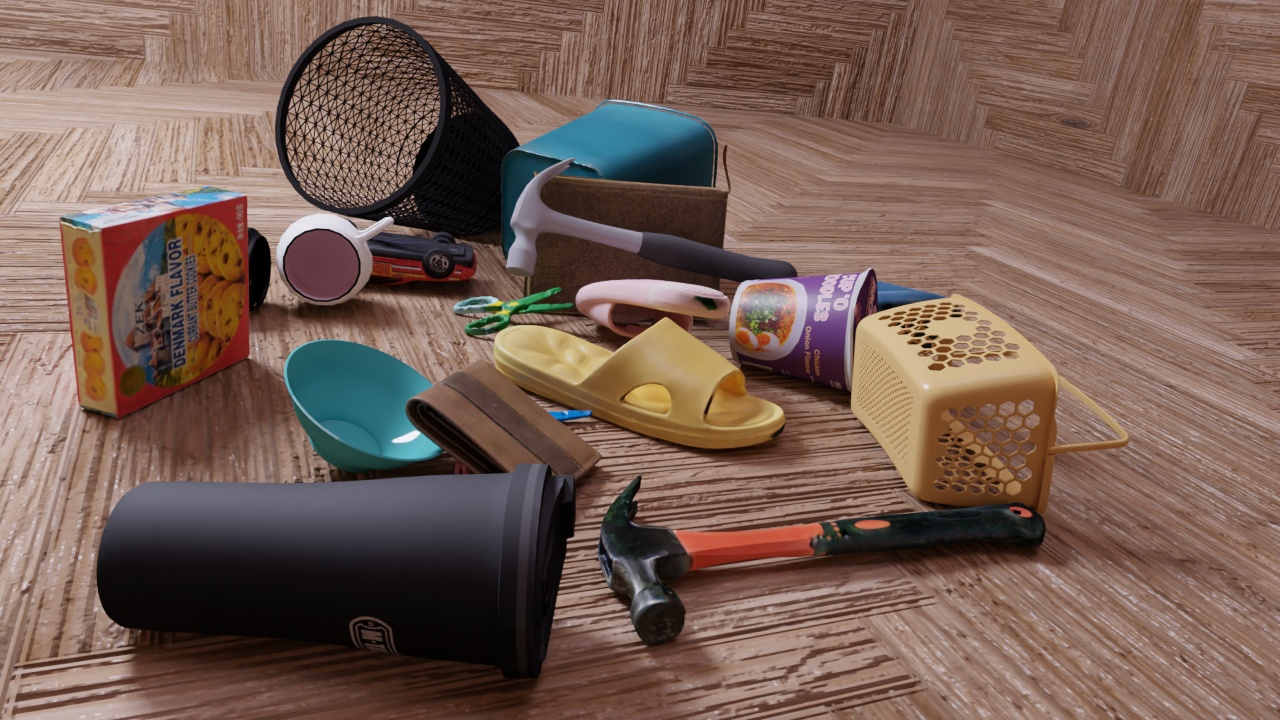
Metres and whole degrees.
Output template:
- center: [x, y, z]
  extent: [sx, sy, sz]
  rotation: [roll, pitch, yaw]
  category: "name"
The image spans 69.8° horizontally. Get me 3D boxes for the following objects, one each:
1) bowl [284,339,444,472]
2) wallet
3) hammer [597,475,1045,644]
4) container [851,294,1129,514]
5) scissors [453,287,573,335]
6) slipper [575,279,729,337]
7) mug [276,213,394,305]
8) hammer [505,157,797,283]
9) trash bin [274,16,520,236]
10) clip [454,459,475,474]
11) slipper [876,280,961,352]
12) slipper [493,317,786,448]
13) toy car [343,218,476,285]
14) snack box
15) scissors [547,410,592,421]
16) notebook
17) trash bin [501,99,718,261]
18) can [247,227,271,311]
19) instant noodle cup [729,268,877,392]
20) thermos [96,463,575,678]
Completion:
- center: [-0.192, 0.042, 0.630]
  extent: [0.121, 0.046, 0.121]
  rotation: [29, 23, -14]
  category: "bowl"
- center: [-0.093, 0.051, 0.645]
  extent: [0.121, 0.027, 0.098]
  rotation: [37, 25, 7]
  category: "wallet"
- center: [0.132, 0.118, 0.607]
  extent: [0.332, 0.033, 0.133]
  rotation: [1, 22, -21]
  category: "hammer"
- center: [0.278, 0.027, 0.748]
  extent: [0.167, 0.129, 0.183]
  rotation: [-4, 23, -5]
  category: "container"
- center: [-0.134, -0.055, 0.939]
  extent: [0.129, 0.012, 0.117]
  rotation: [-27, 35, -37]
  category: "scissors"
- center: [0.006, -0.048, 0.877]
  extent: [0.106, 0.055, 0.222]
  rotation: [6, -1, -25]
  category: "slipper"
- center: [-0.297, -0.108, 0.904]
  extent: [0.124, 0.090, 0.076]
  rotation: [-33, 19, -5]
  category: "mug"
- center: [0.021, -0.119, 0.950]
  extent: [0.310, 0.125, 0.030]
  rotation: [12, -10, -16]
  category: "hammer"
- center: [-0.265, -0.254, 1.100]
  extent: [0.217, 0.217, 0.243]
  rotation: [16, 1, 20]
  category: "trash bin"
- center: [-0.113, 0.068, 0.658]
  extent: [0.050, 0.023, 0.058]
  rotation: [1, 18, -15]
  category: "clip"
- center: [0.228, -0.053, 0.961]
  extent: [0.214, 0.104, 0.059]
  rotation: [4, 62, 5]
  category: "slipper"
- center: [-0.005, 0.005, 0.773]
  extent: [0.264, 0.078, 0.099]
  rotation: [17, 26, 19]
  category: "slipper"
- center: [-0.274, -0.114, 1.001]
  extent: [0.189, 0.056, 0.081]
  rotation: [3, 23, -10]
  category: "toy car"
- center: [-0.359, -0.049, 0.693]
  extent: [0.040, 0.143, 0.144]
  rotation: [15, 23, 12]
  category: "snack box"
- center: [-0.099, 0.047, 0.725]
  extent: [0.129, 0.013, 0.125]
  rotation: [4, 23, -16]
  category: "scissors"
- center: [-0.011, -0.141, 0.985]
  extent: [0.215, 0.190, 0.034]
  rotation: [4, 11, -9]
  category: "notebook"
- center: [-0.045, -0.198, 1.128]
  extent: [0.197, 0.199, 0.218]
  rotation: [19, 31, 27]
  category: "trash bin"
- center: [-0.430, -0.091, 0.857]
  extent: [0.146, 0.080, 0.080]
  rotation: [5, 22, -6]
  category: "can"
- center: [0.153, -0.034, 0.877]
  extent: [0.122, 0.121, 0.137]
  rotation: [7, -13, 23]
  category: "instant noodle cup"
- center: [-0.145, 0.102, 0.463]
  extent: [0.218, 0.106, 0.105]
  rotation: [2, 22, -1]
  category: "thermos"
